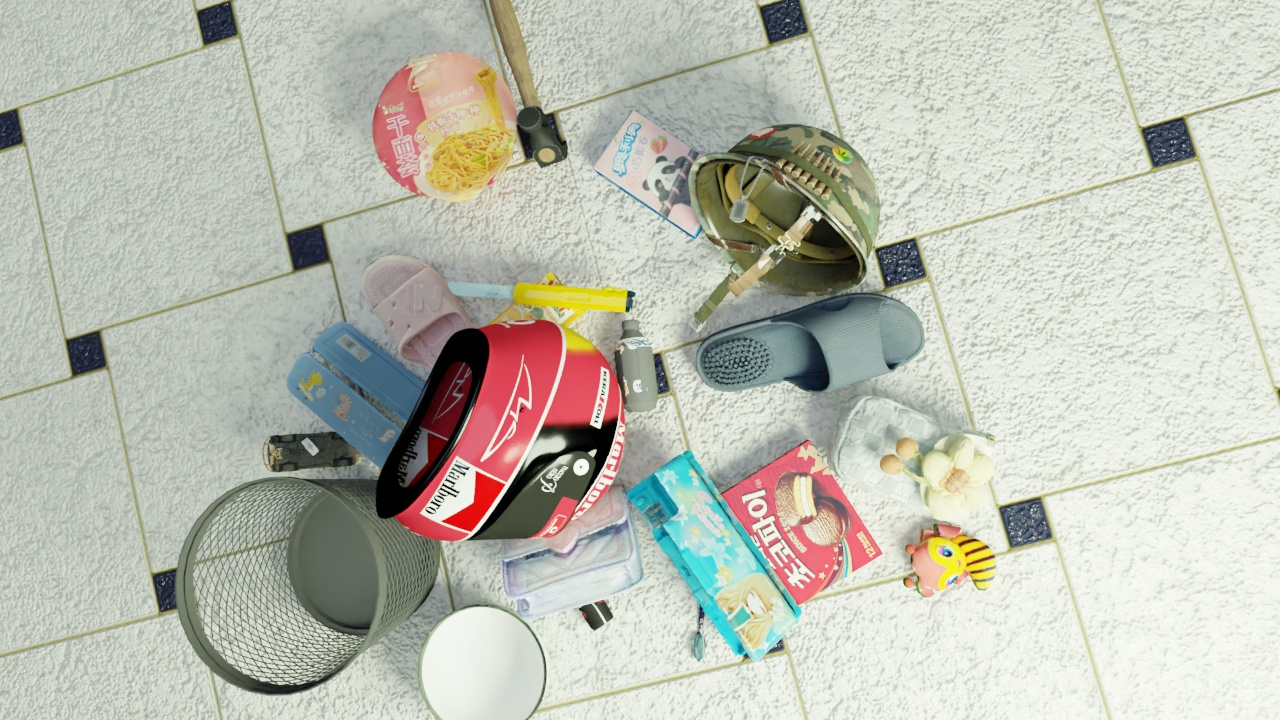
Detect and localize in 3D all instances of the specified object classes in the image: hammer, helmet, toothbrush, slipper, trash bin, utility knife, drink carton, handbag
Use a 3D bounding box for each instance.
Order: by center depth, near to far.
[{"bbox_3d":[0.151,-0.152,1.014,0.224,0.193,0.235,24,68,-13],"label":"helmet"},{"bbox_3d":[0.299,0.109,1.017,0.171,0.123,0.112,21,95,2],"label":"handbag"},{"bbox_3d":[-0.133,0.089,1.024,0.224,0.198,0.271,28,86,-30],"label":"helmet"},{"bbox_3d":[-0.354,0.234,1.035,0.218,0.227,0.217,0,86,7],"label":"trash bin"},{"bbox_3d":[0.192,-0.010,1.046,0.264,0.082,0.101,-10,108,9],"label":"slipper"},{"bbox_3d":[-0.082,0.215,1.065,0.159,0.069,0.126,-19,44,5],"label":"handbag"},{"bbox_3d":[0.075,0.261,1.088,0.016,0.017,0.189,3,87,7],"label":"toothbrush"},{"bbox_3d":[-0.119,-0.080,1.091,0.228,0.019,0.030,5,81,3],"label":"utility knife"},{"bbox_3d":[-0.152,-0.377,1.121,0.040,0.132,0.305,-19,72,5],"label":"hammer"},{"bbox_3d":[-0.130,-0.049,1.121,0.122,0.041,0.058,-40,83,2],"label":"drink carton"},{"bbox_3d":[-0.255,-0.037,1.124,0.094,0.064,0.239,-40,84,3],"label":"slipper"}]

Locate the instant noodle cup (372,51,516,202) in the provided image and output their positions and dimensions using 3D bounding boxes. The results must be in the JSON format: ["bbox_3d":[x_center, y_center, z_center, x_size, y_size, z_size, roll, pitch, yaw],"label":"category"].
[{"bbox_3d":[-0.231,-0.279,1.131,0.179,0.077,0.178,0,87,6],"label":"instant noodle cup"}]

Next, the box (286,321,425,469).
[{"bbox_3d":[-0.331,0.049,1.125,0.209,0.047,0.122,37,76,9],"label":"box"}]

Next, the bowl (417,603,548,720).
[{"bbox_3d":[-0.179,0.360,1.084,0.153,0.073,0.153,0,86,6],"label":"bowl"}]

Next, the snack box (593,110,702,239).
[{"bbox_3d":[0.029,-0.226,1.117,0.154,0.033,0.088,36,91,8],"label":"snack box"}]

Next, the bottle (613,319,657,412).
[{"bbox_3d":[-0.007,0.006,1.100,0.047,0.047,0.112,-8,86,6],"label":"bottle"}]

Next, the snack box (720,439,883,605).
[{"bbox_3d":[0.181,0.192,1.070,0.133,0.036,0.152,-33,83,4],"label":"snack box"}]

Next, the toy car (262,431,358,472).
[{"bbox_3d":[-0.410,0.113,1.142,0.111,0.047,0.047,-2,86,-22],"label":"toy car"}]

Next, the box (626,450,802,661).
[{"bbox_3d":[0.069,0.223,1.014,0.097,0.116,0.226,-38,81,22],"label":"box"}]

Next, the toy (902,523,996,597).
[{"bbox_3d":[0.349,0.229,1.044,0.103,0.046,0.084,2,80,3],"label":"toy"}]

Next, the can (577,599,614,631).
[{"bbox_3d":[-0.065,0.281,1.096,0.031,0.031,0.080,-34,83,3],"label":"can"}]
